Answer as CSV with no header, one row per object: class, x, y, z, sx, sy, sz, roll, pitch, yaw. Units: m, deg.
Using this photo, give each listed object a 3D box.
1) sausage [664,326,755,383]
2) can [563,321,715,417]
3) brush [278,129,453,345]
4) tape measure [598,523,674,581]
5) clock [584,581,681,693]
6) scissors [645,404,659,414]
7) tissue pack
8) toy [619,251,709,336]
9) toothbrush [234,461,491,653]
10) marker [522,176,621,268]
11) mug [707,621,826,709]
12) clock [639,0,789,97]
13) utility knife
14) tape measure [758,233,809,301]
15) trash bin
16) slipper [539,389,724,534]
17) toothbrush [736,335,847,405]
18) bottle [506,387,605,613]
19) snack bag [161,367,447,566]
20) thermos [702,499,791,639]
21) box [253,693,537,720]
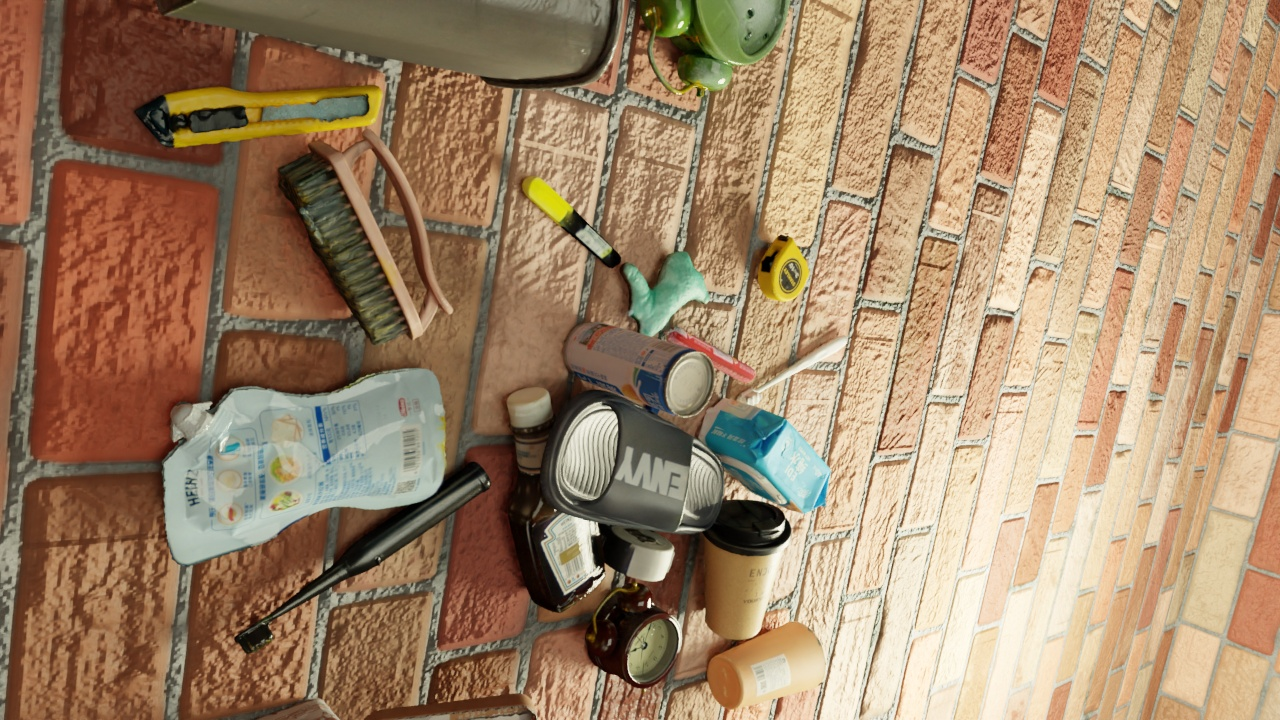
sausage,0.069,-0.005,0.889,0.155,0.020,0.020,26,85,-48
can,-0.004,0.004,0.749,0.053,0.135,0.053,-14,111,-39
brush,-0.178,-0.077,0.616,0.073,0.063,0.146,-32,124,-19
tape measure,-0.003,0.177,0.850,0.065,0.066,0.033,12,98,-43
clock,-0.010,0.261,0.877,0.081,0.055,0.122,-46,127,-22
scissors,-0.002,0.063,0.855,0.162,0.012,0.176,16,93,-45
tissue pack,0.126,0.099,0.928,0.063,0.090,0.140,-56,132,-14
toy,0.019,-0.062,0.824,0.091,0.030,0.096,-50,128,-23
toothbrush,-0.202,0.144,0.686,0.212,0.027,0.026,-35,162,-30
marker,-0.054,-0.111,0.753,0.124,0.015,0.018,39,77,-45
mug,0.139,0.346,1.029,0.122,0.078,0.078,-5,106,-37
clock,0.060,-0.296,0.770,0.161,0.056,0.116,-56,131,-15
utility knife,-0.232,-0.157,0.575,0.154,0.015,0.033,-19,118,-37
tape measure,0.142,-0.089,0.927,0.057,0.029,0.060,-55,132,-17
trash bin,-0.144,-0.262,0.511,0.219,0.199,0.199,-6,107,-35
slipper,0.020,0.097,0.805,0.268,0.083,0.110,27,70,-52
toothbrush,0.170,0.010,0.991,0.179,0.016,0.016,-28,122,-34
bottle,-0.077,0.117,0.781,0.079,0.044,0.195,-30,121,-41
snack bag,-0.227,0.067,0.634,0.190,0.039,0.110,-9,114,-39
thermos,0.104,0.213,0.948,0.092,0.093,0.143,-16,120,-39
box,-0.211,0.349,0.684,0.271,0.106,0.178,-4,106,-29
